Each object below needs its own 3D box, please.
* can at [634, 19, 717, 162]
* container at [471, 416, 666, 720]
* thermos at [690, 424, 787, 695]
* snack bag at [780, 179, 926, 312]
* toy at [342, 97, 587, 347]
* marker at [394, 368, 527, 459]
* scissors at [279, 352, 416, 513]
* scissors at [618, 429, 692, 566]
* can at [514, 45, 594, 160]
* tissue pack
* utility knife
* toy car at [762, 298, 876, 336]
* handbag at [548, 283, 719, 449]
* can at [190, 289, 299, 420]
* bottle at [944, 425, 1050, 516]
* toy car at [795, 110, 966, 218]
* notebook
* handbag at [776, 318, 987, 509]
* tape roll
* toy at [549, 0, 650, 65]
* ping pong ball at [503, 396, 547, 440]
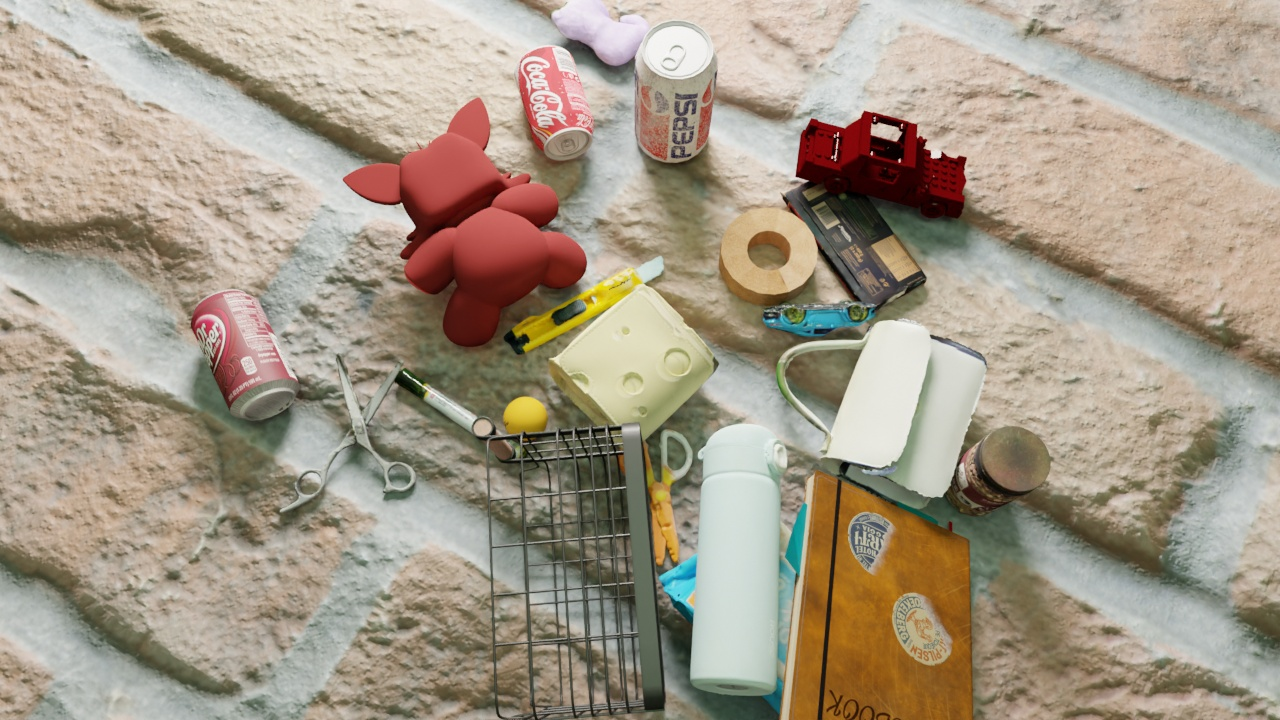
[{"bbox_3d":[0.033,-0.260,0.899,0.078,0.136,0.078,0,70,0],"label":"can"},{"bbox_3d":[-0.055,0.169,0.726,0.130,0.163,0.241,-5,73,1],"label":"container"},{"bbox_3d":[0.078,0.153,0.726,0.078,0.065,0.206,-18,54,39],"label":"thermos"},{"bbox_3d":[0.213,-0.122,0.912,0.074,0.018,0.155,-28,73,-11],"label":"snack bag"},{"bbox_3d":[-0.159,-0.130,0.863,0.158,0.121,0.197,-35,84,-9],"label":"toy"},{"bbox_3d":[-0.167,0.051,0.850,0.146,0.017,0.017,32,73,11],"label":"marker"},{"bbox_3d":[-0.268,0.073,0.838,0.171,0.014,0.141,-39,84,-8],"label":"scissors"},{"bbox_3d":[0.025,0.123,0.829,0.073,0.013,0.131,-13,70,-3],"label":"scissors"},{"bbox_3d":[-0.087,-0.263,0.938,0.064,0.064,0.104,-16,71,-6],"label":"can"},{"bbox_3d":[0.124,0.222,0.766,0.116,0.066,0.209,-42,74,-15],"label":"tissue pack"},{"bbox_3d":[-0.052,-0.056,0.892,0.175,0.017,0.030,-29,82,-13],"label":"utility knife"},{"bbox_3d":[0.169,-0.040,0.866,0.105,0.048,0.032,-4,99,3],"label":"toy car"},{"bbox_3d":[-0.005,0.005,0.833,0.119,0.081,0.111,-42,78,-17],"label":"handbag"},{"bbox_3d":[-0.365,-0.005,0.846,0.063,0.063,0.114,-29,73,-10],"label":"can"},{"bbox_3d":[0.303,0.097,0.788,0.056,0.105,0.056,0,70,0],"label":"bottle"},{"bbox_3d":[0.244,-0.196,0.904,0.170,0.062,0.070,14,63,-4],"label":"toy car"},{"bbox_3d":[0.186,0.205,0.723,0.178,0.014,0.248,25,50,-12],"label":"notebook"},{"bbox_3d":[0.207,0.034,0.828,0.176,0.074,0.151,23,72,9],"label":"handbag"},{"bbox_3d":[0.124,-0.102,0.900,0.094,0.027,0.094,0,70,0],"label":"tape roll"},{"bbox_3d":[-0.040,-0.361,0.990,0.099,0.037,0.080,39,65,8],"label":"toy"},{"bbox_3d":[-0.105,0.053,0.837,0.040,0.040,0.040,0,70,0],"label":"ping pong ball"}]
